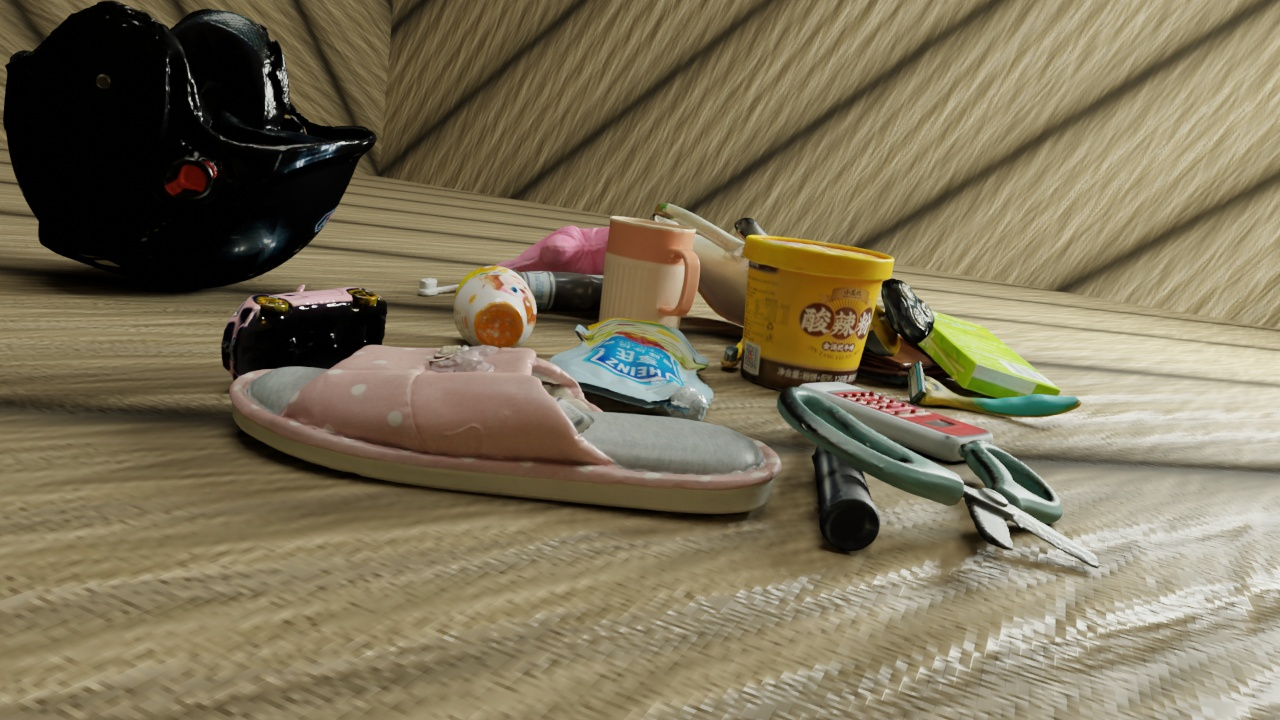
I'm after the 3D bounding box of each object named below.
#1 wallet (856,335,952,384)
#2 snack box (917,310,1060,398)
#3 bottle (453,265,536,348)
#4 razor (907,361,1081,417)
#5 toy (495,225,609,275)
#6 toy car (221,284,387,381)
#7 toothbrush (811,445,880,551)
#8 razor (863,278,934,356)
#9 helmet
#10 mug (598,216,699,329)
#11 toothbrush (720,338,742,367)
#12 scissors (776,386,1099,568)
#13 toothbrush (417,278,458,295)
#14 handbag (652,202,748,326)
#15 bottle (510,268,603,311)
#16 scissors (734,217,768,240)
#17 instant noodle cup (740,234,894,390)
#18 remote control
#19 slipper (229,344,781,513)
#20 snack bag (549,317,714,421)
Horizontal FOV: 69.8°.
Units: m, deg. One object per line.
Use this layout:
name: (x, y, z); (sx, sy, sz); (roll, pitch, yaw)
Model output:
wallet: (0.237, -0.002, 0.865); (0.124, 0.032, 0.101); (-3, 19, -42)
snack box: (0.304, -0.005, 0.837); (0.085, 0.026, 0.156); (15, 20, -13)
bottle: (-0.110, -0.036, 0.697); (0.063, 0.063, 0.108); (6, 12, -13)
razor: (0.284, 0.030, 0.740); (0.132, 0.028, 0.043); (7, 35, 7)
toy: (-0.048, -0.112, 1.030); (0.179, 0.074, 0.194); (-15, -11, 43)
toy car: (-0.202, -0.016, 0.555); (0.037, 0.056, 0.122); (18, 15, 23)
toothbrush: (0.107, 0.055, 0.506); (0.027, 0.026, 0.212); (-22, 6, 11)
razor: (0.172, -0.035, 0.814); (0.168, 0.067, 0.062); (-2, 16, 32)
helmet: (-0.368, -0.170, 0.759); (0.274, 0.230, 0.233); (17, 20, -8)
mug: (0.014, -0.076, 0.867); (0.081, 0.106, 0.115); (-1, 15, -36)
toothbrush: (0.095, -0.015, 0.850); (0.016, 0.018, 0.191); (13, 12, 12)
scissors: (0.160, 0.055, 0.490); (0.171, 0.019, 0.169); (28, 15, 21)
toothbrush: (-0.185, -0.085, 0.994); (0.016, 0.016, 0.179); (15, 13, 20)
handbag: (0.093, -0.102, 0.946); (0.178, 0.063, 0.163); (43, -9, -32)
bottle: (-0.062, -0.070, 0.945); (0.194, 0.044, 0.080); (1, 6, -26)
scissors: (0.189, -0.082, 0.986); (0.221, 0.021, 0.228); (36, -4, -8)
instant noodle cup: (0.135, -0.037, 0.745); (0.118, 0.114, 0.118); (8, 12, -2)
remote control: (0.173, 0.039, 0.638); (0.055, 0.020, 0.136); (-2, 16, -39)
slipper: (-0.065, 0.025, 0.453); (0.274, 0.054, 0.114); (9, 12, 3)
snack bag: (-0.004, 0.004, 0.649); (0.110, 0.039, 0.190); (20, 12, -1)
